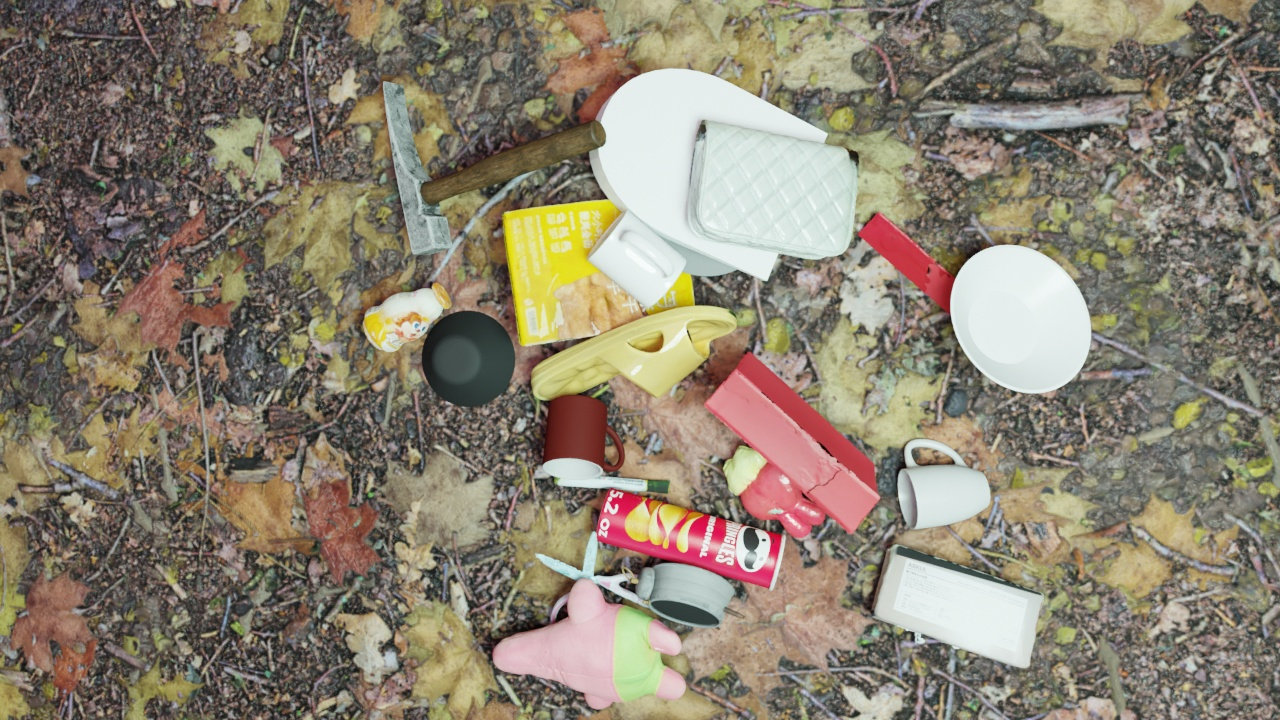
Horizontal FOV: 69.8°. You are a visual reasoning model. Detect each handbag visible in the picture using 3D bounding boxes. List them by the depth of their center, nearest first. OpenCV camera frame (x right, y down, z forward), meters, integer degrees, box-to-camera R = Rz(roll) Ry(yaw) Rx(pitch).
[{"bbox_3d":[0.149,-0.193,1.055,0.194,0.072,0.138,9,85,-14],"label":"handbag"}]

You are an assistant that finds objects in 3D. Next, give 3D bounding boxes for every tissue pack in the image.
[{"bbox_3d":[0.369,0.294,1.088,0.181,0.071,0.103,17,79,4],"label":"tissue pack"}]

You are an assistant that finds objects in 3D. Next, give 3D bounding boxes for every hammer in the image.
[{"bbox_3d":[-0.178,-0.265,1.091,0.301,0.037,0.217,-11,91,31],"label":"hammer"}]

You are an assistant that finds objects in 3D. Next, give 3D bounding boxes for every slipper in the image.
[{"bbox_3d":[-0.007,0.006,1.098,0.264,0.099,0.078,-20,66,12],"label":"slipper"}]

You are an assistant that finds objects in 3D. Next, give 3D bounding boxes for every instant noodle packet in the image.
[{"bbox_3d":[-0.049,-0.111,1.122,0.221,0.084,0.163,-8,91,-7],"label":"instant noodle packet"}]

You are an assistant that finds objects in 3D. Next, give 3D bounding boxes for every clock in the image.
[{"bbox_3d":[0.046,0.276,1.098,0.148,0.104,0.056,21,60,-8],"label":"clock"}]

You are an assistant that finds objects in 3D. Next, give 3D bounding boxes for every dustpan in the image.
[{"bbox_3d":[0.067,-0.234,1.095,0.257,0.053,0.191,23,90,-15],"label":"dustpan"}]

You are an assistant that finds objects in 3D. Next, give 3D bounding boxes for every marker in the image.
[{"bbox_3d":[-0.036,0.154,1.153,0.146,0.017,0.017,4,92,8],"label":"marker"}]

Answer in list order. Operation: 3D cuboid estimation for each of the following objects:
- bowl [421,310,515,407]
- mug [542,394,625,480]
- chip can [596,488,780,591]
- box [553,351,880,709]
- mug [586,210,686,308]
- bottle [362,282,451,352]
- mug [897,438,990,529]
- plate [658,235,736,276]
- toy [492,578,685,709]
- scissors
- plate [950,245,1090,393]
[{"bbox_3d":[-0.224,-0.001,1.153,0.124,0.052,0.124,0,92,7],"label":"bowl"},{"bbox_3d":[-0.065,0.098,1.119,0.105,0.073,0.082,18,59,-26],"label":"mug"},{"bbox_3d":[0.060,0.216,1.116,0.220,0.069,0.069,14,94,7],"label":"chip can"},{"bbox_3d":[0.102,0.169,1.019,0.213,0.148,0.373,41,71,2],"label":"box"},{"bbox_3d":[0.000,-0.117,1.047,0.090,0.110,0.073,39,81,-12],"label":"mug"},{"bbox_3d":[-0.292,-0.057,1.154,0.108,0.063,0.063,-29,88,8],"label":"bottle"},{"bbox_3d":[0.355,0.141,1.083,0.089,0.071,0.107,-7,63,-1],"label":"mug"},{"bbox_3d":[0.079,-0.191,1.115,0.178,0.012,0.178,0,89,-5],"label":"plate"},{"bbox_3d":[-0.064,0.357,1.119,0.237,0.096,0.192,-1,112,7],"label":"toy"},{"bbox_3d":[-0.052,0.281,1.137,0.175,0.013,0.171,7,116,-7],"label":"scissors"},{"bbox_3d":[0.425,-0.044,1.048,0.174,0.036,0.173,3,75,-11],"label":"plate"}]
